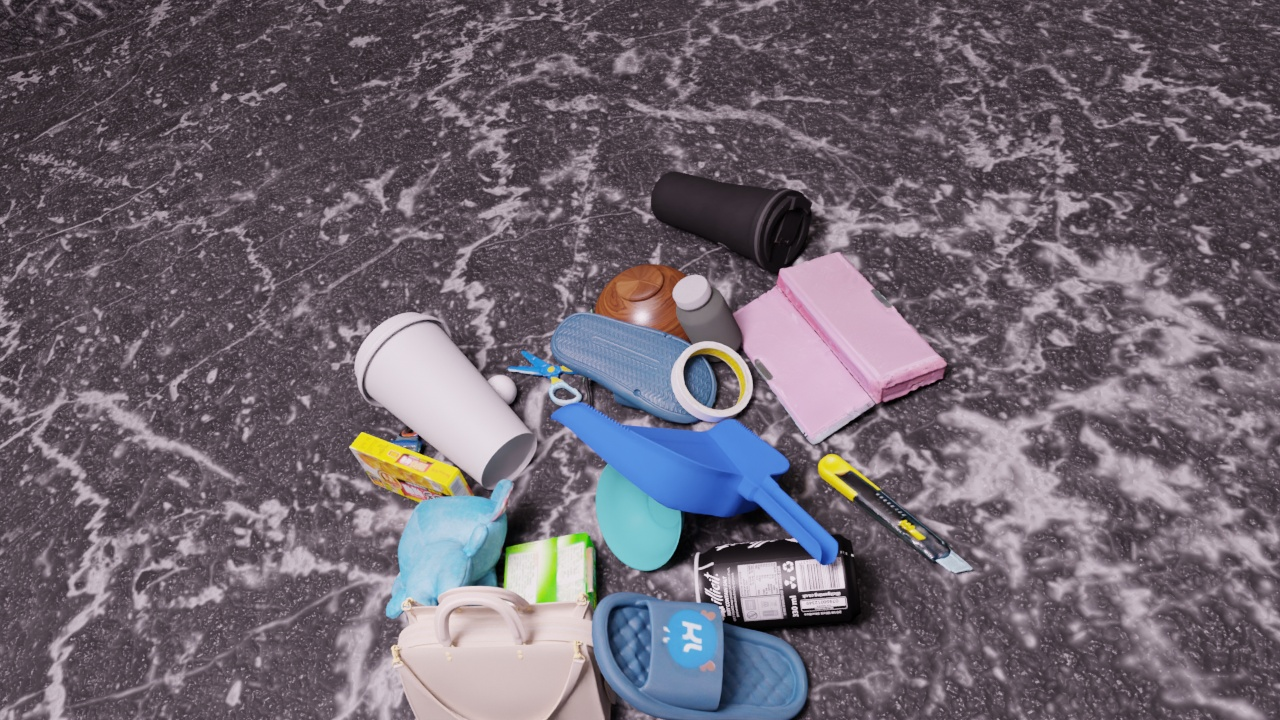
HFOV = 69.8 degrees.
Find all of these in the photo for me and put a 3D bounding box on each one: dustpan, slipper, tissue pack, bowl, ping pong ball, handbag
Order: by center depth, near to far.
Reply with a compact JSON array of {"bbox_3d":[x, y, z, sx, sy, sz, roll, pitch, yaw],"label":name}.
[{"bbox_3d":[0.057,0.260,0.790,0.213,0.059,0.103,20,49,-17],"label":"slipper"},{"bbox_3d":[-0.121,0.253,0.806,0.195,0.198,0.101,-3,46,5],"label":"handbag"},{"bbox_3d":[0.080,0.116,0.875,0.257,0.245,0.060,44,113,38],"label":"dustpan"},{"bbox_3d":[-0.091,0.234,0.941,0.100,0.034,0.113,-12,48,10],"label":"tissue pack"},{"bbox_3d":[0.011,0.153,0.956,0.046,0.121,0.121,-4,30,-46],"label":"bowl"},{"bbox_3d":[-0.006,0.006,1.095,0.214,0.059,0.103,26,66,15],"label":"slipper"},{"bbox_3d":[-0.174,0.038,1.135,0.040,0.040,0.040,-9,48,9],"label":"ping pong ball"},{"bbox_3d":[0.005,-0.077,1.164,0.147,0.069,0.147,-9,48,9],"label":"bowl"}]

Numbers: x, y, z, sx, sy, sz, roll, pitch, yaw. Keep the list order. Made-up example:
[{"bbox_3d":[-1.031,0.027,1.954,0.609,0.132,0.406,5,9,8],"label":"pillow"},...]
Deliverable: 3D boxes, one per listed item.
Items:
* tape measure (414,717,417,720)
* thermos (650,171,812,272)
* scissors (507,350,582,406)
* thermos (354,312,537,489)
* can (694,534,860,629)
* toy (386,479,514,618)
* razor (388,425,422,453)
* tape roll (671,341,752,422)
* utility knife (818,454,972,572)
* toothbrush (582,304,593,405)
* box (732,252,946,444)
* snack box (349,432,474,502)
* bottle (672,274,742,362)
[{"bbox_3d":[-0.191,0.364,0.866,0.064,0.017,0.064,-11,47,6],"label":"tape measure"},{"bbox_3d":[0.115,-0.194,1.220,0.219,0.106,0.105,25,60,39],"label":"thermos"},{"bbox_3d":[-0.116,0.023,1.153,0.133,0.020,0.096,4,48,19],"label":"scissors"},{"bbox_3d":[-0.225,0.050,1.080,0.131,0.132,0.222,-41,63,-20],"label":"thermos"},{"bbox_3d":[0.129,0.210,0.863,0.146,0.080,0.080,-7,48,10],"label":"can"},{"bbox_3d":[-0.188,0.209,0.939,0.183,0.115,0.180,-40,21,7],"label":"toy"},{"bbox_3d":[-0.284,0.065,1.161,0.044,0.018,0.140,0,45,3],"label":"razor"},{"bbox_3d":[0.082,0.024,1.051,0.094,0.019,0.094,8,64,-16],"label":"tape roll"},{"bbox_3d":[0.251,0.154,0.919,0.028,0.020,0.186,-39,51,-15],"label":"utility knife"},{"bbox_3d":[-0.067,0.007,1.130,0.017,0.014,0.187,0,57,2],"label":"toothbrush"},{"bbox_3d":[0.218,-0.027,1.072,0.180,0.051,0.232,-27,47,-6],"label":"box"},{"bbox_3d":[-0.259,0.133,1.052,0.152,0.075,0.025,15,53,28],"label":"snack box"},{"bbox_3d":[0.078,-0.050,1.086,0.060,0.108,0.060,-16,47,18],"label":"bottle"}]
